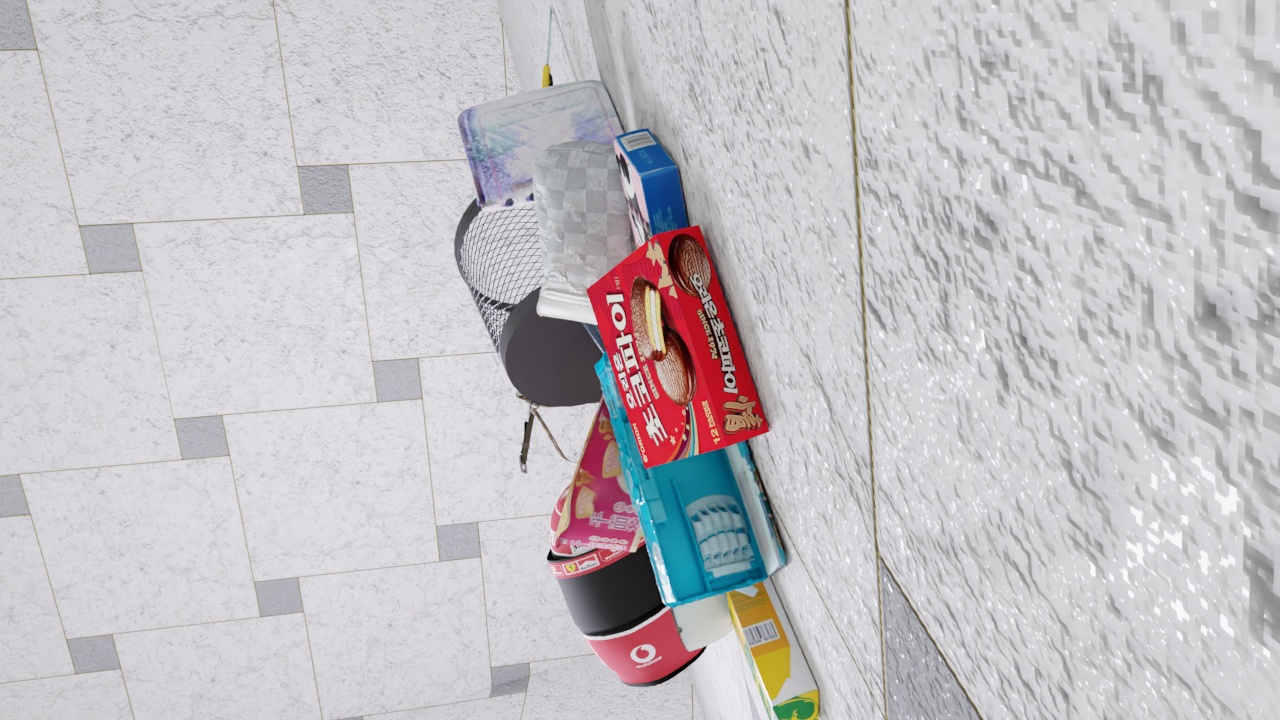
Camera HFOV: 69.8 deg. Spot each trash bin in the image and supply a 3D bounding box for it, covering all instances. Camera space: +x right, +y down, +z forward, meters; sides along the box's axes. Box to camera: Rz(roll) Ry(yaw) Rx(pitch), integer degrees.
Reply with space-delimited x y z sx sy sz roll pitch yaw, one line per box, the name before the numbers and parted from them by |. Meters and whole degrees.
trash bin | -0.104 -0.087 1.153 0.218 0.217 0.227 78 169 -46

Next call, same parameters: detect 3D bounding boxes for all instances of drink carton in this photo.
drink carton | 0.113 0.251 0.800 0.058 0.041 0.122 78 173 -45

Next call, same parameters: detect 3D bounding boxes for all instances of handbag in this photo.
handbag | -0.095 -0.207 0.924 0.069 0.158 0.126 86 167 -55
handbag | -0.035 -0.120 0.847 0.123 0.113 0.172 -52 -33 -53

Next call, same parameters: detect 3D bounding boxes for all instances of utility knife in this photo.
utility knife | -0.126 -0.358 1.215 0.030 0.019 0.227 75 -164 -87

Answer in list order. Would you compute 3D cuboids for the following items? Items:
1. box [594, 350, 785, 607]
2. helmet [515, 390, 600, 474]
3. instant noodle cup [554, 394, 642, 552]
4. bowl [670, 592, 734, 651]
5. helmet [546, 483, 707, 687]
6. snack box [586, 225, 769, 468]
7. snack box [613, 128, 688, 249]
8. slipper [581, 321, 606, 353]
box | 0.049 0.077 0.767 0.117 0.097 0.226 -48 55 59
helmet | -0.080 0.049 1.316 0.223 0.193 0.236 -14 -73 -63
instant noodle cup | -0.018 0.108 0.887 0.178 0.078 0.178 25 -97 -88
bowl | 0.065 0.204 0.911 0.153 0.073 0.153 -11 -91 -84
helmet | -0.013 0.241 1.164 0.224 0.198 0.270 61 -166 -11
snack box | 0.022 -0.004 0.686 0.133 0.035 0.152 -28 80 62
snack box | 0.016 -0.101 0.748 0.088 0.033 0.154 -114 9 -54
slipper | 0.006 -0.012 0.970 0.263 0.082 0.101 54 -179 -6
